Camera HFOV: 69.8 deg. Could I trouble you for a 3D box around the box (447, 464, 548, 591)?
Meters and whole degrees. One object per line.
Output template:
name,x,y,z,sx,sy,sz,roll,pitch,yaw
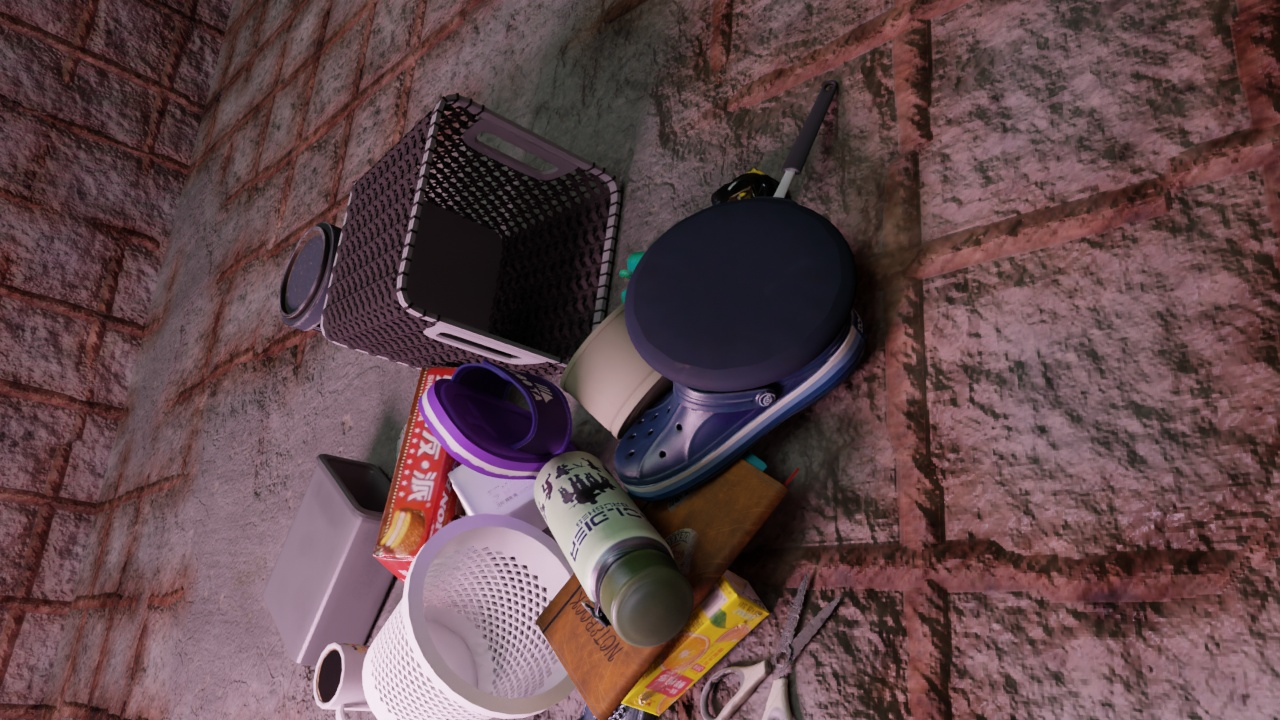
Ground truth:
box,-0.148,0.184,1.018,0.128,0.137,0.108,-30,37,-16

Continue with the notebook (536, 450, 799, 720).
notebook,0.013,0.166,0.803,0.249,0.014,0.178,-50,26,-5

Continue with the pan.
pan,0.112,-0.126,0.806,0.199,0.021,0.355,13,62,28

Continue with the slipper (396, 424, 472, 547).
slipper,-0.281,0.162,1.182,0.269,0.054,0.098,42,108,50

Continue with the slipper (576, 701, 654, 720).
slipper,-0.057,0.366,0.817,0.101,0.082,0.263,7,78,51

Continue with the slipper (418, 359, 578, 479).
slipper,-0.107,0.053,0.886,0.084,0.266,0.107,-44,67,5

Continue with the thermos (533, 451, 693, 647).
thermos,-0.030,0.156,0.775,0.082,0.082,0.231,-63,26,6

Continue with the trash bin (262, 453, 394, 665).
trash bin,-0.411,0.268,1.247,0.192,0.097,0.220,31,99,50

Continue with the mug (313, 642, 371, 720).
mug,-0.336,0.398,1.108,0.074,0.089,0.105,-41,47,29

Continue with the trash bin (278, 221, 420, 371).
trash bin,-0.343,-0.079,1.218,0.165,0.227,0.164,-23,57,41

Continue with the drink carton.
drink carton,0.038,0.235,0.765,0.135,0.058,0.043,-45,43,7

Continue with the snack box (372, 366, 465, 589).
snack box,-0.234,0.135,1.059,0.060,0.113,0.235,1,60,10

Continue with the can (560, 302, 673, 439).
can,-0.005,0.005,0.869,0.073,0.127,0.128,43,110,12

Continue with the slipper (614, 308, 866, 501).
slipper,0.071,0.020,0.791,0.253,0.095,0.105,-35,36,17

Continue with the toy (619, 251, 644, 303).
toy,0.033,-0.084,0.928,0.194,0.072,0.130,2,80,58

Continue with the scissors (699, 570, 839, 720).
scissors,0.107,0.258,0.735,0.159,0.012,0.162,-32,52,34

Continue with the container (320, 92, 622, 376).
container,-0.205,-0.117,1.073,0.244,0.247,0.245,-12,64,49

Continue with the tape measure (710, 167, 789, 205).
tape measure,0.107,-0.149,0.891,0.072,0.042,0.071,-35,47,31

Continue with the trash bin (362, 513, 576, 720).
trash bin,-0.180,0.287,0.925,0.200,0.195,0.195,-45,44,39
